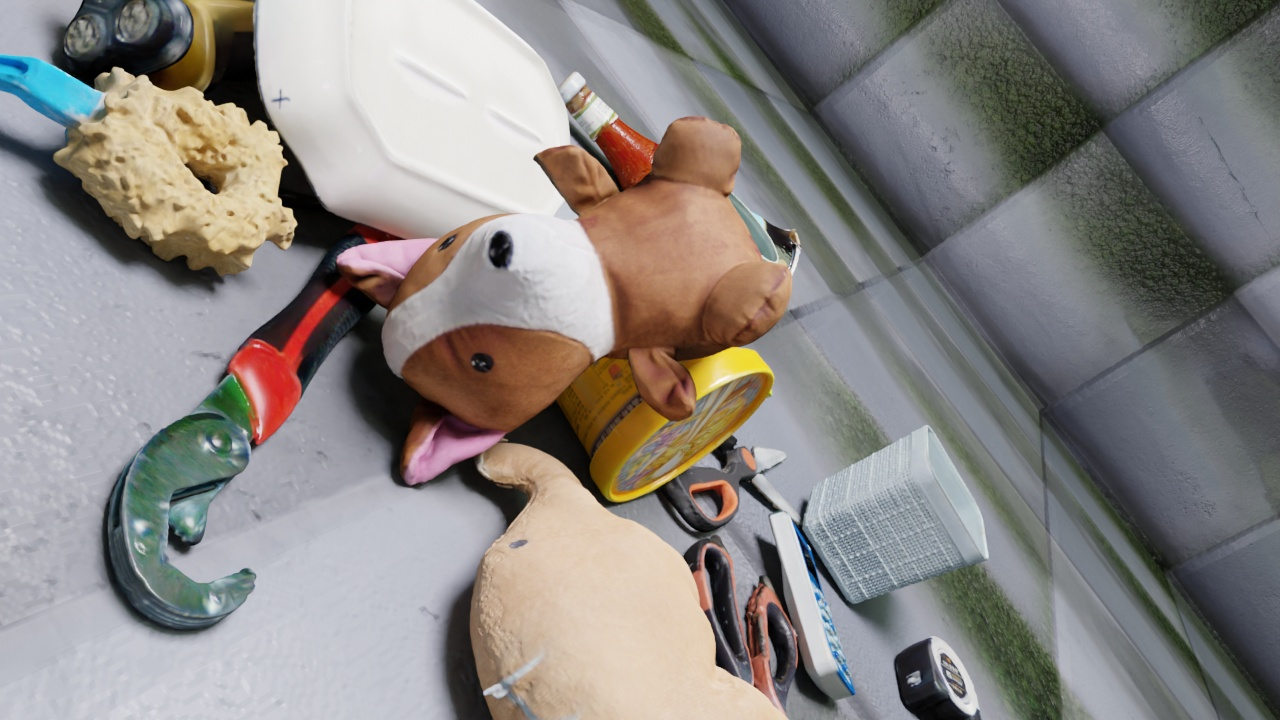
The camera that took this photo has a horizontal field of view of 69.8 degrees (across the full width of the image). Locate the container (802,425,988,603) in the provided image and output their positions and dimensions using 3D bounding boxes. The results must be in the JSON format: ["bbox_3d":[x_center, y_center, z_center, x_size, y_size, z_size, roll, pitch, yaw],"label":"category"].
[{"bbox_3d":[0.193,0.122,0.709,0.090,0.112,0.089,58,22,-5],"label":"container"}]

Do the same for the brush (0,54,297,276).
[{"bbox_3d":[-0.248,-0.105,0.336,0.254,0.046,0.083,24,55,-37],"label":"brush"}]

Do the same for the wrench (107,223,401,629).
[{"bbox_3d":[-0.147,0.000,0.394,0.056,0.016,0.272,45,24,-23],"label":"wrench"}]

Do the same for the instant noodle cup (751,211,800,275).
[{"bbox_3d":[0.065,-0.105,0.832,0.120,0.111,0.111,33,29,-21],"label":"instant noodle cup"}]

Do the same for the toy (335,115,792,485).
[{"bbox_3d":[-0.033,-0.031,0.429,0.130,0.199,0.140,83,-11,-70],"label":"toy"}]

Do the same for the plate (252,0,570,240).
[{"bbox_3d":[-0.104,-0.143,0.520,0.265,0.034,0.162,14,75,-66],"label":"plate"}]

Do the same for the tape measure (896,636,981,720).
[{"bbox_3d":[0.226,0.246,0.698,0.066,0.034,0.065,46,26,-17],"label":"tape measure"}]

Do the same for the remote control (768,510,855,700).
[{"bbox_3d":[0.112,0.162,0.613,0.124,0.024,0.049,-99,162,-47],"label":"remote control"}]

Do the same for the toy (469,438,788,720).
[{"bbox_3d":[-0.015,0.120,0.394,0.226,0.083,0.143,55,19,15],"label":"toy"}]

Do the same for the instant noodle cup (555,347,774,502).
[{"bbox_3d":[-0.003,0.003,0.539,0.114,0.119,0.118,52,22,20],"label":"instant noodle cup"}]

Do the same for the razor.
[{"bbox_3d":[-0.217,-0.168,0.467,0.167,0.062,0.067,-70,146,-69],"label":"razor"}]

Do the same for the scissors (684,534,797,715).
[{"bbox_3d":[0.074,0.197,0.514,0.204,0.015,0.198,57,23,13],"label":"scissors"}]

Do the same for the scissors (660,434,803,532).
[{"bbox_3d":[0.060,0.073,0.669,0.221,0.022,0.227,53,24,-10],"label":"scissors"}]

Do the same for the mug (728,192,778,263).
[{"bbox_3d":[0.054,-0.075,0.754,0.111,0.106,0.082,25,34,-45],"label":"mug"}]

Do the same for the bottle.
[{"bbox_3d":[-0.002,-0.190,0.885,0.206,0.060,0.059,44,25,-15],"label":"bottle"}]

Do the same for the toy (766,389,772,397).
[{"bbox_3d":[0.061,0.003,0.708,0.097,0.031,0.100,35,-7,13],"label":"toy"}]

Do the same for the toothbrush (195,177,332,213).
[{"bbox_3d":[-0.176,-0.084,0.466,0.180,0.018,0.015,0,60,-60],"label":"toothbrush"}]
